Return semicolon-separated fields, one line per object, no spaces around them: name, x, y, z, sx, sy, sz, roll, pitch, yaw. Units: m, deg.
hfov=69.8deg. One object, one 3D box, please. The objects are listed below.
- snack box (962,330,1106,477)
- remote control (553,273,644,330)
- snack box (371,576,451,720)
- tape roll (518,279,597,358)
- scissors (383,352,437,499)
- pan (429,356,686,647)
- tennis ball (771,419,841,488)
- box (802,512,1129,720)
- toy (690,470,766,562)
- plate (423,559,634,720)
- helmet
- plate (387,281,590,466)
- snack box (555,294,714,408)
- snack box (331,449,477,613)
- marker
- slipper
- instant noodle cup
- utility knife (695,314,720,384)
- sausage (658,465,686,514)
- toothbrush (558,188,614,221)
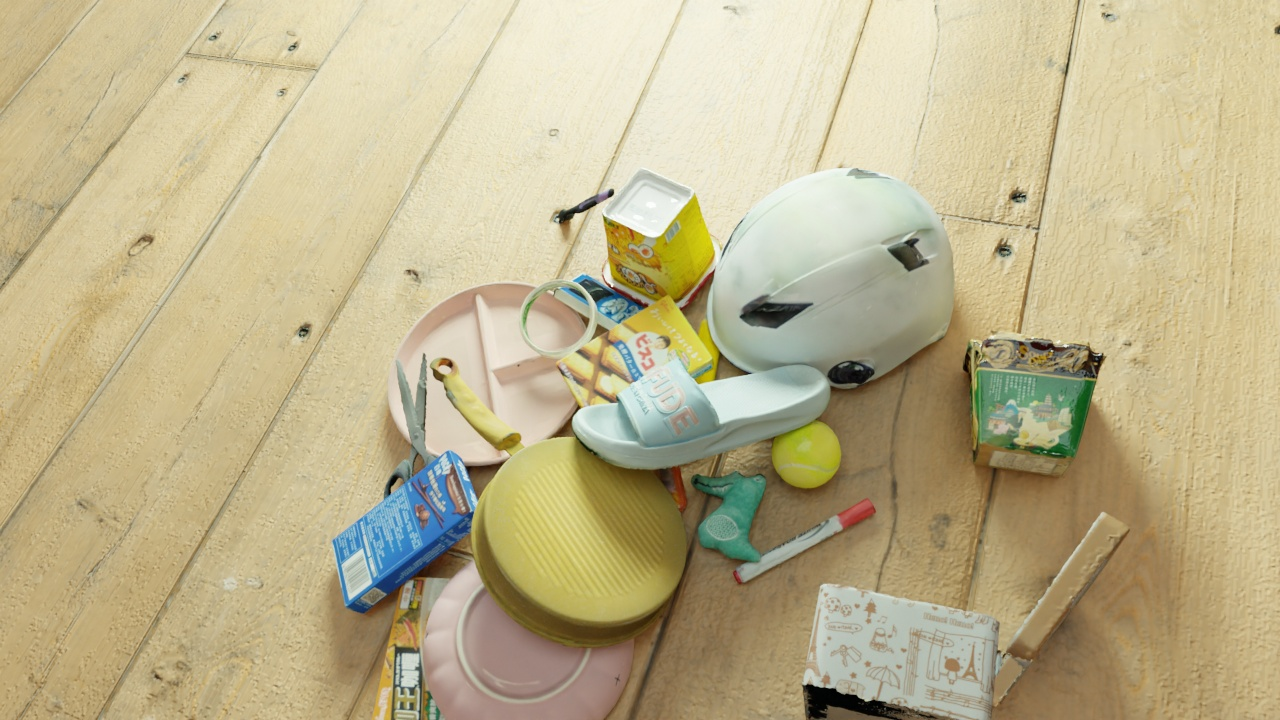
snack box;0.353;0.045;0.840;0.118;0.117;0.105;8;73;19
remote control;-0.033;-0.054;1.006;0.125;0.024;0.048;33;41;19
snack box;-0.197;0.279;0.849;0.075;0.026;0.153;-1;59;11
tape roll;-0.089;-0.045;0.984;0.086;0.014;0.085;-4;75;14
scissors;-0.226;0.084;0.947;0.164;0.014;0.164;33;90;21
pan;-0.103;0.110;0.872;0.197;0.078;0.357;-19;62;-37
tennis ball;0.157;0.088;0.870;0.065;0.065;0.065;-5;58;8
box;0.249;0.223;0.703;0.269;0.180;0.136;-19;57;1
toy;0.084;0.142;0.875;0.096;0.030;0.091;14;58;27
plate;-0.101;0.248;0.822;0.192;0.039;0.192;0;59;0
helmet;0.191;-0.099;0.923;0.258;0.146;0.228;-15;57;-2
plate;-0.163;0.014;1.002;0.230;0.028;0.229;-5;60;8
snack box;-0.006;0.005;0.938;0.140;0.034;0.087;-30;68;-4
snack box;-0.228;0.166;0.892;0.157;0.026;0.084;-37;48;7
marker;0.152;0.168;0.852;0.145;0.017;0.017;-27;58;-5
slipper;0.057;0.038;0.854;0.245;0.074;0.104;-12;26;-5
instant noodle cup;0.018;-0.132;0.997;0.116;0.124;0.115;29;69;25
utility knife;0.075;-0.012;0.977;0.033;0.015;0.222;10;61;8
sausage;0.023;0.082;0.926;0.021;0.021;0.165;-14;58;3
toothbrush;-0.060;-0.174;1.031;0.016;0.189;0.014;-1;90;-22
